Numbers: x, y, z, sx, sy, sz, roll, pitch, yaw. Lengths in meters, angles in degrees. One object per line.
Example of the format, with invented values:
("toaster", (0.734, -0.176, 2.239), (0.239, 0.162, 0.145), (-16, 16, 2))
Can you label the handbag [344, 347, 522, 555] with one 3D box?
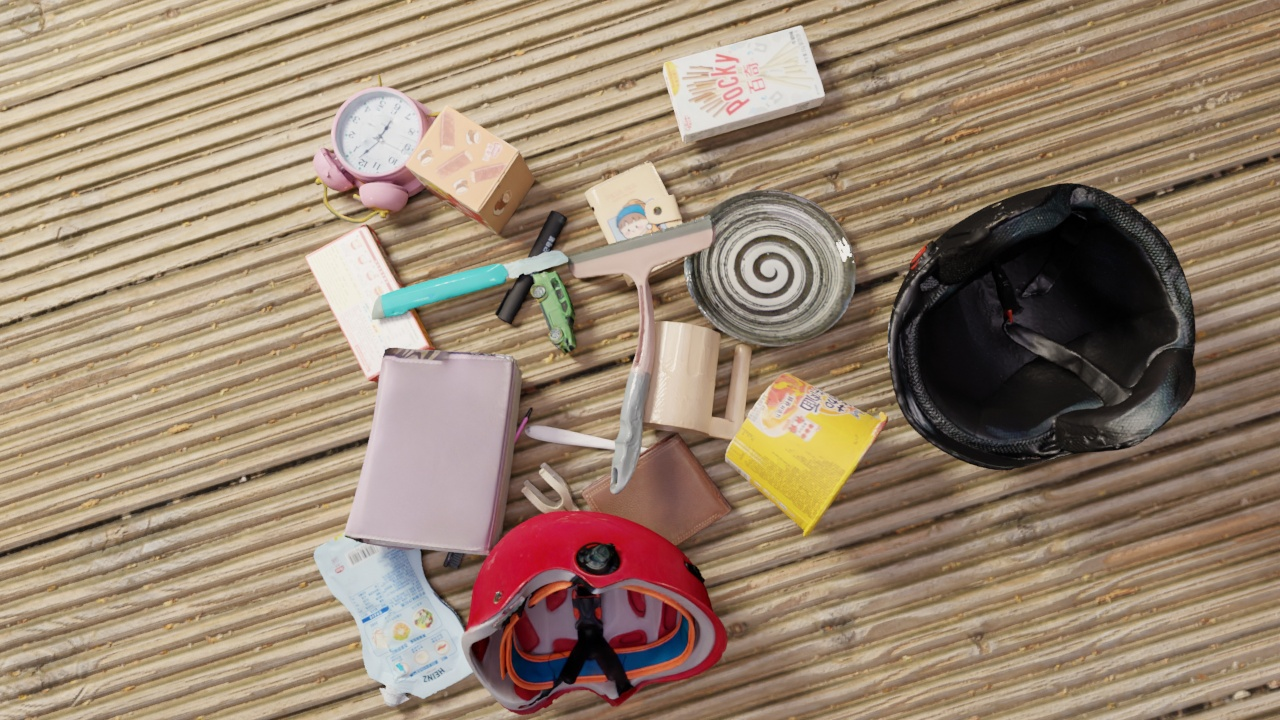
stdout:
("handbag", (-0.202, 0.093, 0.923), (0.145, 0.098, 0.196), (7, 76, -2))

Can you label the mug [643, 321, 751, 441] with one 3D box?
("mug", (0.055, 0.023, 0.940), (0.124, 0.084, 0.103), (11, 82, -20))

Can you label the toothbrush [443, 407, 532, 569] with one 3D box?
("toothbrush", (-0.157, 0.135, 0.967), (0.018, 0.014, 0.189), (29, 85, -3))

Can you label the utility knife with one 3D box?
("utility knife", (-0.182, -0.082, 0.974), (0.216, 0.013, 0.029), (-15, 79, -1))

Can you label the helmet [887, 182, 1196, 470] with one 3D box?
("helmet", (0.352, -0.028, 0.846), (0.275, 0.230, 0.233), (-34, 89, 7))

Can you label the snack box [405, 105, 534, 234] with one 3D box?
("snack box", (-0.177, -0.198, 0.969), (0.094, 0.093, 0.077), (33, 86, 7))

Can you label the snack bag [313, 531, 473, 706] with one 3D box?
("snack bag", (-0.253, 0.256, 0.946), (0.110, 0.039, 0.191), (-28, 84, -5))

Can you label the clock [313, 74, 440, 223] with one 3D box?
("clock", (-0.286, -0.222, 0.996), (0.117, 0.060, 0.158), (29, 87, 7))

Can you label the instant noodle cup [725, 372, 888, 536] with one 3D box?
("instant noodle cup", (0.157, 0.085, 0.897), (0.110, 0.138, 0.138), (35, 86, 16))

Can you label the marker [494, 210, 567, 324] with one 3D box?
("marker", (-0.118, -0.101, 0.991), (0.022, 0.020, 0.132), (26, 86, 22))

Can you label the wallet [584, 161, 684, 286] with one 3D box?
("wallet", (0.002, -0.149, 0.987), (0.087, 0.024, 0.115), (-26, 81, 5))

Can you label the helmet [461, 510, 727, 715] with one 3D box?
("helmet", (-0.046, 0.221, 0.868), (0.240, 0.207, 0.143), (-7, 42, 1))

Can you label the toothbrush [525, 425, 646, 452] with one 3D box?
("toothbrush", (-0.034, 0.088, 0.962), (0.180, 0.016, 0.016), (9, 82, 5))

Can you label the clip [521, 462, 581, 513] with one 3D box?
("clip", (-0.081, 0.148, 0.934), (0.035, 0.093, 0.103), (-44, 71, -3))

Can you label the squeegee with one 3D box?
("squeegee", (-0.005, 0.005, 0.891), (0.040, 0.248, 0.249), (8, 83, -35))

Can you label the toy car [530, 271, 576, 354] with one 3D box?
("toy car", (-0.089, -0.051, 0.970), (0.036, 0.043, 0.091), (-18, 82, 1))

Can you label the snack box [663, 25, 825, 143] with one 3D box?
("snack box", (0.110, -0.295, 0.982), (0.157, 0.027, 0.084), (-16, 83, -1))

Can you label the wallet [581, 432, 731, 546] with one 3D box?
("wallet", (0.015, 0.145, 0.937), (0.124, 0.032, 0.101), (-33, 93, 6))

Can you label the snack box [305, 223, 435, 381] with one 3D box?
("snack box", (-0.293, -0.062, 0.993), (0.077, 0.027, 0.155), (-29, 82, 0))

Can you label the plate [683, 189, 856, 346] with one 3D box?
("plate", (0.134, -0.095, 0.960), (0.179, 0.024, 0.179), (1, 71, -2))
